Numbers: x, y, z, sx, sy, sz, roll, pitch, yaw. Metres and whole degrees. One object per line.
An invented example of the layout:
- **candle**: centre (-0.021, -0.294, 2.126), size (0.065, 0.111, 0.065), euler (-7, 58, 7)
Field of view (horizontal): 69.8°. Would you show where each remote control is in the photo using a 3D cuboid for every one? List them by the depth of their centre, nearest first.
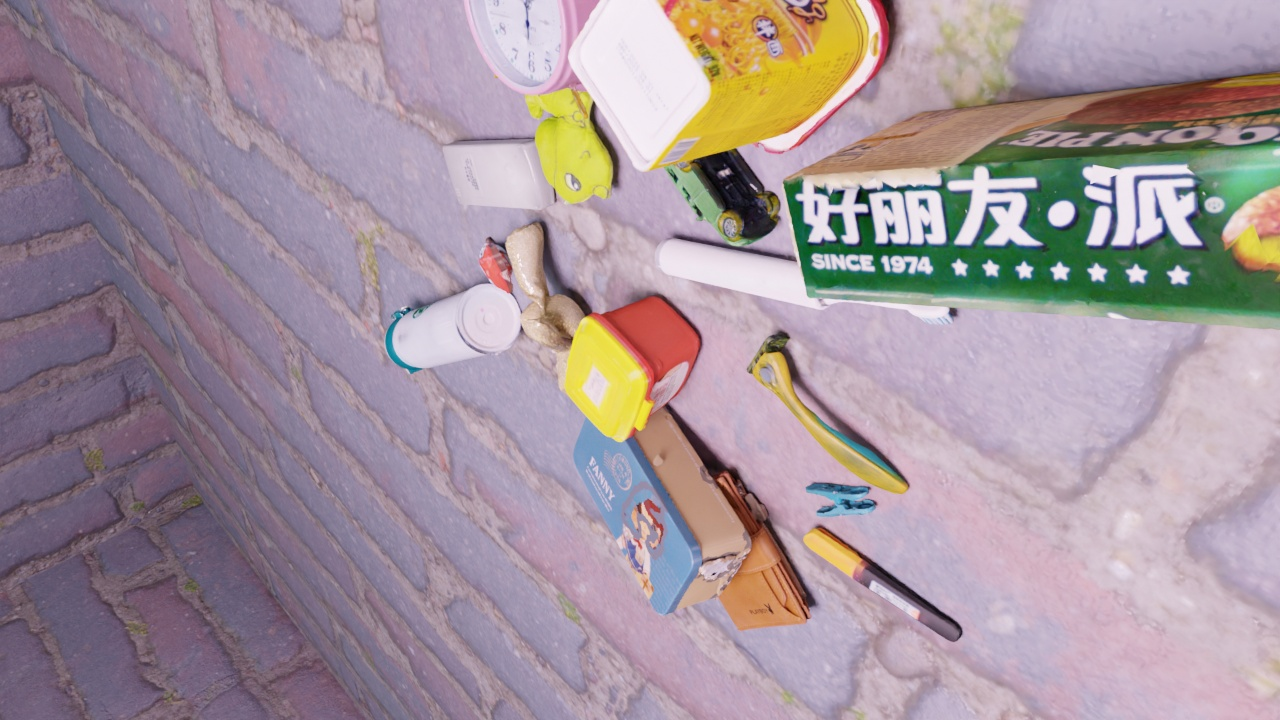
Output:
- **remote control**: centre (-0.121, -0.158, 0.779), size (0.135, 0.019, 0.056), euler (13, 125, 48)

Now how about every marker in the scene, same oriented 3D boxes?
- **marker**: centre (0.168, 0.156, 0.642), size (0.124, 0.015, 0.018), euler (33, 139, 31)

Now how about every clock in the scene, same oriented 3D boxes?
- **clock**: centre (-0.057, -0.235, 0.550), size (0.117, 0.059, 0.159), euler (33, 137, 35)

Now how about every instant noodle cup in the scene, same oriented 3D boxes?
- **instant noodle cup**: centre (0.041, -0.162, 0.468), size (0.116, 0.123, 0.116), euler (58, 147, 4)

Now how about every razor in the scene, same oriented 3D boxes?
- **razor**: centre (0.123, 0.041, 0.605), size (0.132, 0.028, 0.043), euler (47, 141, 16)

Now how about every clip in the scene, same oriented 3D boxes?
- **clip**: centre (0.139, 0.097, 0.636), size (0.056, 0.014, 0.041), euler (-8, 108, 56)

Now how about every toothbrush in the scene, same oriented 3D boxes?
- **toothbrush**: centre (0.093, -0.050, 0.573), size (0.221, 0.026, 0.026), euler (18, 167, 45)

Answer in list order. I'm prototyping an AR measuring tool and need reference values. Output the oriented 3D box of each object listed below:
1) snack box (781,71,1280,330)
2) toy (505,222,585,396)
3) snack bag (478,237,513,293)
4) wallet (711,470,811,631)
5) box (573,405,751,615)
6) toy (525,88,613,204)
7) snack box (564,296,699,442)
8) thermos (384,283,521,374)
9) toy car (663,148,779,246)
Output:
- **snack box**: centre (0.184, -0.067, 0.361), size (0.240, 0.114, 0.063), euler (9, 121, 49)
- **toy**: centre (-0.069, -0.042, 0.771), size (0.105, 0.066, 0.157), euler (174, 71, -89)
- **snack bag**: centre (-0.128, -0.085, 0.815), size (0.104, 0.026, 0.048), euler (-131, 21, -77)
- **wallet**: centre (0.078, 0.157, 0.749), size (0.132, 0.031, 0.108), euler (59, 148, 1)
- **box**: centre (0.010, 0.104, 0.731), size (0.184, 0.060, 0.090), euler (53, 139, 34)
- **toy**: centre (-0.053, -0.165, 0.675), size (0.097, 0.031, 0.100), euler (35, 135, 33)
- **snack box**: centre (-0.004, 0.004, 0.693), size (0.082, 0.080, 0.091), euler (47, 144, 21)
- **thermos**: centre (-0.203, -0.031, 0.942), size (0.225, 0.073, 0.073), euler (-9, 108, 55)
- **toy car**: centre (0.048, -0.110, 0.573), size (0.091, 0.043, 0.036), euler (54, 144, 11)
